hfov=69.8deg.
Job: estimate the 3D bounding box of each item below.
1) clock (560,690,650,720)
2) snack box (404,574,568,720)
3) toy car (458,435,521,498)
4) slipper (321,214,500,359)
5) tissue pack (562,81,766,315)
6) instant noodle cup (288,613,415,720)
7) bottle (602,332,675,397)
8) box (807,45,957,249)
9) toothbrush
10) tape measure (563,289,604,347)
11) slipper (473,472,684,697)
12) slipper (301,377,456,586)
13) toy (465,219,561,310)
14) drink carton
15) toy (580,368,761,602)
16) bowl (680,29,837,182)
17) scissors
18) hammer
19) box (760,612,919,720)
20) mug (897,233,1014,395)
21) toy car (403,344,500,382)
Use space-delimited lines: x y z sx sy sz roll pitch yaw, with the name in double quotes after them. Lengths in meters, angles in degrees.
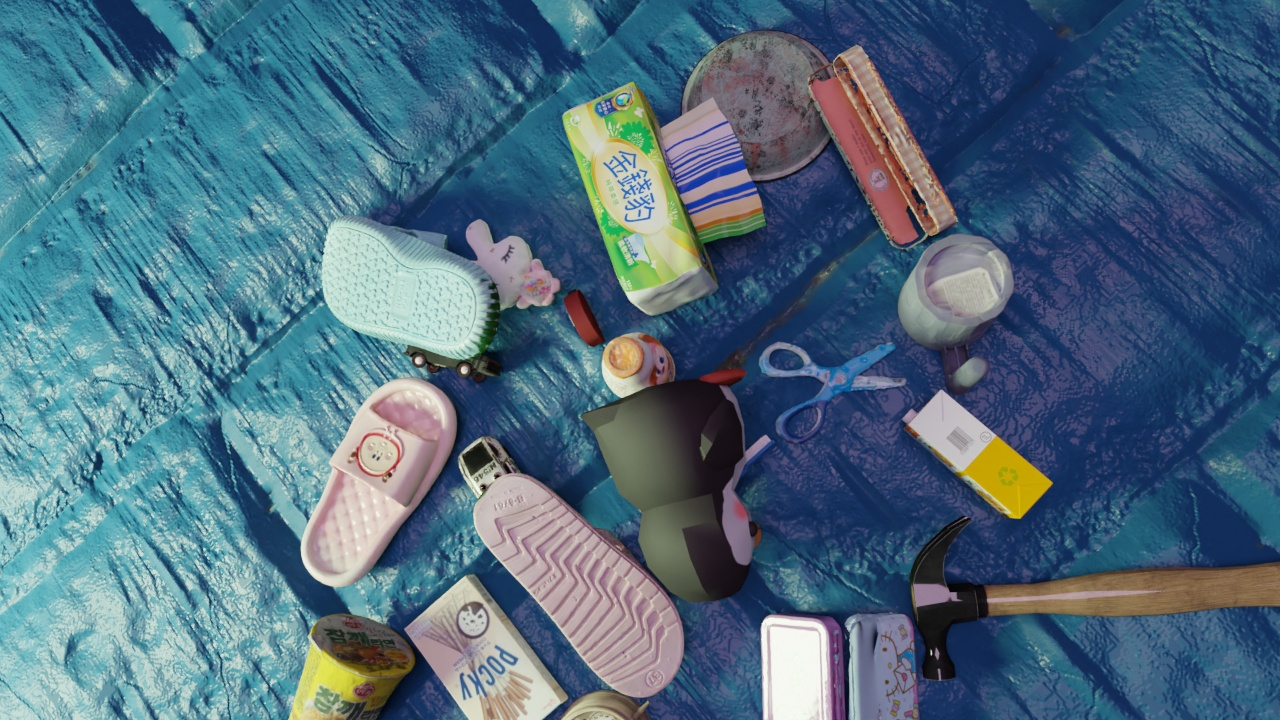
-0.053 0.351 0.820 0.141 0.054 0.093 -11 80 7 "clock"
-0.146 0.285 0.863 0.082 0.026 0.150 -42 76 2 "snack box"
-0.132 0.125 0.877 0.048 0.040 0.113 -39 77 4 "toy car"
-0.220 -0.070 0.896 0.276 0.069 0.116 20 98 37 "slipper"
0.031 -0.158 0.851 0.141 0.120 0.197 -21 85 10 "tissue pack"
-0.279 0.308 0.855 0.102 0.102 0.108 27 96 14 "instant noodle cup"
-0.005 0.005 0.834 0.063 0.109 0.063 -2 81 10 "bottle"
0.215 -0.190 0.826 0.077 0.054 0.187 -30 90 38 "box"
0.060 0.128 0.851 0.166 0.016 0.014 -42 74 3 "toothbrush"
-0.058 -0.043 0.881 0.019 0.051 0.059 -27 78 6 "tape measure"
-0.052 0.197 0.839 0.094 0.064 0.239 -44 89 -2 "slipper"
-0.263 0.116 0.897 0.107 0.055 0.221 29 89 16 "slipper"
-0.137 -0.089 0.910 0.125 0.037 0.076 29 96 21 "toy"
0.285 0.079 0.791 0.122 0.058 0.040 43 91 14 "drink carton"
0.031 0.115 0.780 0.140 0.159 0.184 -7 76 -27 "toy"
0.114 -0.253 0.885 0.157 0.038 0.157 -2 81 11 "bowl"
0.179 0.030 0.845 0.141 0.013 0.113 2 81 10 "scissors"
0.386 0.191 0.769 0.306 0.040 0.132 -6 84 10 "hammer"
0.173 0.324 0.780 0.140 0.062 0.214 -2 81 8 "box"
0.272 -0.037 0.788 0.084 0.104 0.124 -7 80 9 "mug"
-0.184 -0.003 0.905 0.092 0.040 0.037 11 83 15 "toy car"
